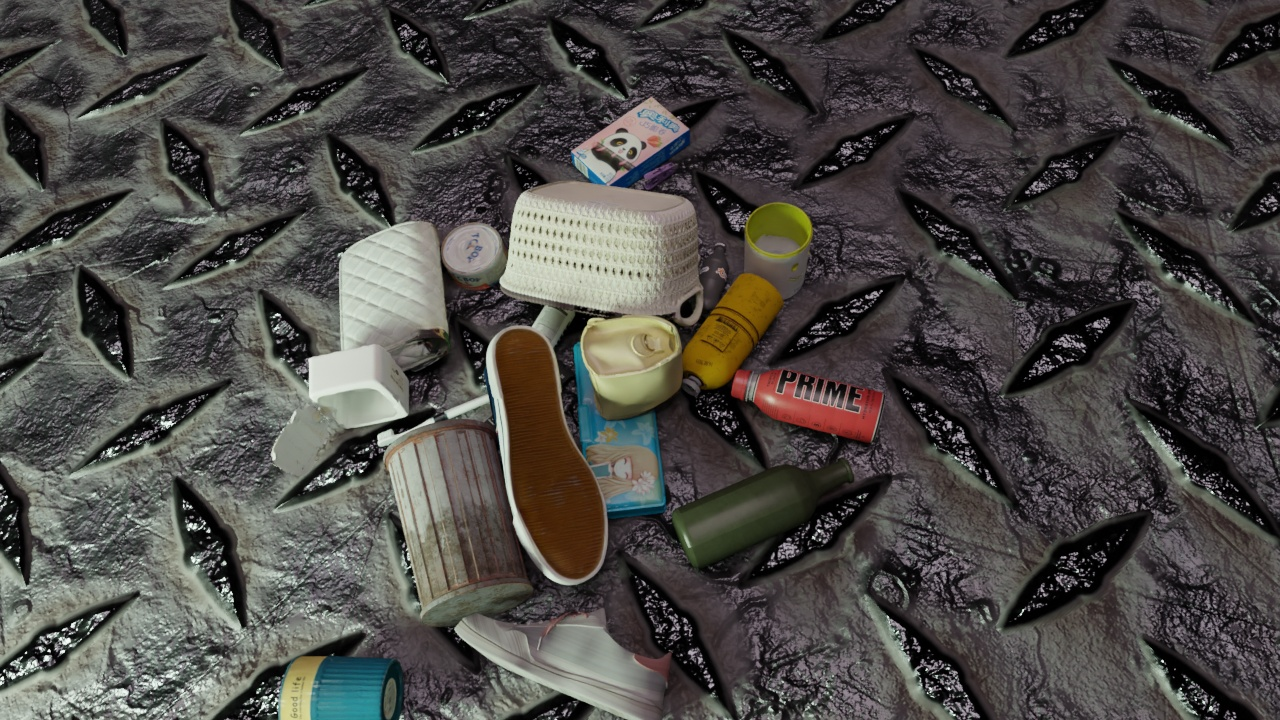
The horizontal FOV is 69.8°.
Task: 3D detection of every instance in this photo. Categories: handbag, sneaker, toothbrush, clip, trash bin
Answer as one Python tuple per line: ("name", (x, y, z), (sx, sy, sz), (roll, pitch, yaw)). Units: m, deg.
("handbag", (-0.006, 0.006, 1.061), (0.111, 0.119, 0.081), (-11, 62, 0))
("handbag", (-0.316, -0.078, 1.197), (0.139, 0.072, 0.194), (-20, 61, 15))
("sneaker", (-0.075, 0.299, 0.967), (0.236, 0.099, 0.089), (20, 66, 7))
("sneaker", (-0.117, 0.115, 1.049), (0.120, 0.128, 0.294), (-10, 73, -27))
("toothbrush", (-0.241, 0.065, 1.146), (0.187, 0.012, 0.017), (-22, 60, -3))
("clip", (0.027, -0.263, 1.297), (0.051, 0.033, 0.013), (-35, 64, -14))
("trash bin", (-0.205, 0.173, 1.026), (0.131, 0.131, 0.211), (-18, 63, -5))

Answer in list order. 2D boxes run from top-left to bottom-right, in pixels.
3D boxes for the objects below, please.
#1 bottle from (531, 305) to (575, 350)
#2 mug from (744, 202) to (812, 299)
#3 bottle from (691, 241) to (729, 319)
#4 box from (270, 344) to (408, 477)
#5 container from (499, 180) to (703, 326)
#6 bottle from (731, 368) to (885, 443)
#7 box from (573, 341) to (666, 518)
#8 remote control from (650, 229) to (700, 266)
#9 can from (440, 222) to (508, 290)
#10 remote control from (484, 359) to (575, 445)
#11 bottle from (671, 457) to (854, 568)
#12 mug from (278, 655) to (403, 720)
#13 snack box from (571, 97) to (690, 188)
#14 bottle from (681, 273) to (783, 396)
("bottle", (-0.127, -0.024, 1.173), (0.041, 0.041, 0.115), (22, 66, 16))
("mug", (0.173, -0.137, 1.169), (0.082, 0.106, 0.082), (-2, 61, 4))
("bottle", (0.094, -0.107, 1.200), (0.036, 0.036, 0.109), (11, 63, 10))
("box", (-0.373, 0.056, 1.116), (0.189, 0.111, 0.101), (-30, 60, -5))
("container", (-0.045, -0.134, 1.127), (0.252, 0.143, 0.184), (12, 24, 21))
("bottle", (0.197, 0.048, 1.094), (0.177, 0.062, 0.062), (14, 64, 12))
("box", (-0.027, 0.078, 1.113), (0.094, 0.039, 0.226), (-7, 63, 0))
("remote control", (0.033, -0.165, 1.248), (0.038, 0.018, 0.125), (-34, 64, -13))
("can", (-0.224, -0.142, 1.244), (0.086, 0.043, 0.086), (-3, 63, 5))
("remote control", (-0.143, 0.054, 1.147), (0.033, 0.015, 0.146), (40, 72, 22))
("bottle", (0.141, 0.162, 1.032), (0.206, 0.071, 0.071), (-22, 62, -7))
("mug", (-0.312, 0.369, 0.966), (0.107, 0.083, 0.113), (-1, 90, 1))
("snack box", (-0.013, -0.306, 1.319), (0.154, 0.033, 0.088), (-38, 66, -15))
("bottle", (0.105, -0.026, 1.137), (0.071, 0.071, 0.163), (30, 68, 19))
